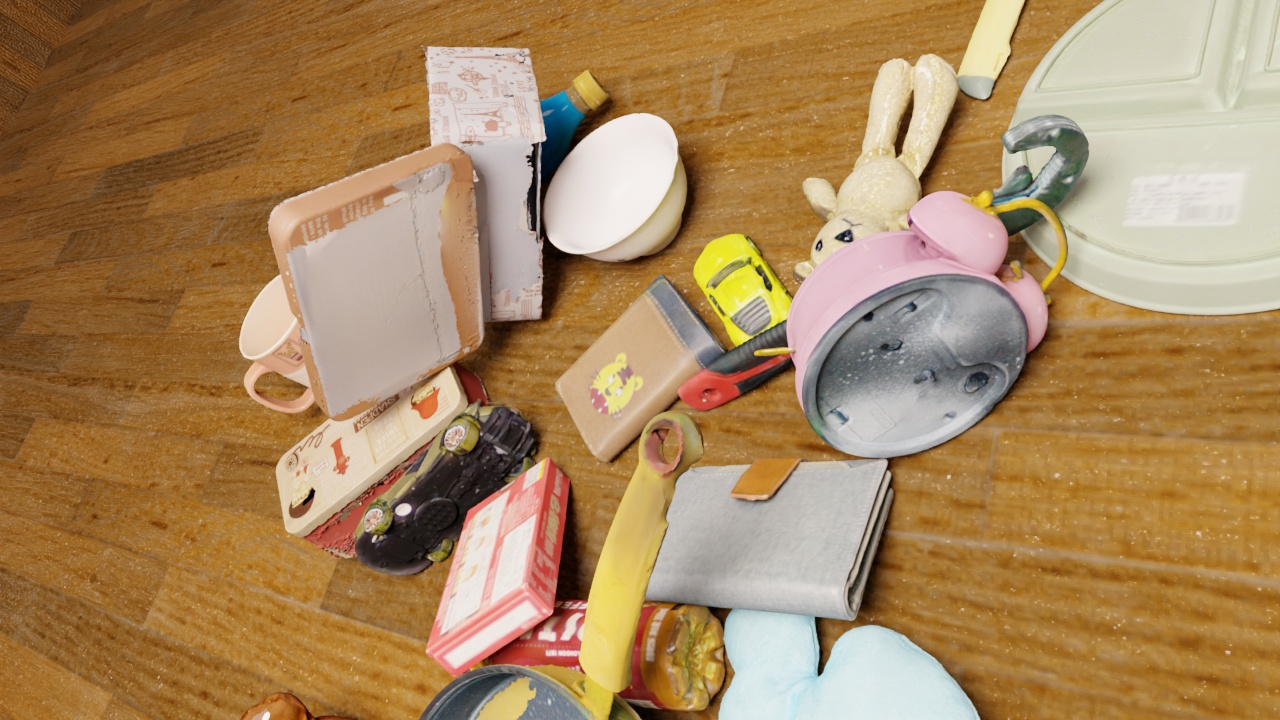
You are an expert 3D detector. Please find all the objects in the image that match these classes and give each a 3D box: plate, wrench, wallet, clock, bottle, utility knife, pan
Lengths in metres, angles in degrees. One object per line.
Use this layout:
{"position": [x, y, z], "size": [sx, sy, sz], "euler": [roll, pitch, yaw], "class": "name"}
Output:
{"position": [0.304, -0.130, 0.475], "size": [0.231, 0.027, 0.229], "euler": [-20, 54, 29], "class": "plate"}
{"position": [0.125, -0.040, 0.520], "size": [0.274, 0.056, 0.016], "euler": [-37, 39, 34], "class": "wrench"}
{"position": [0.063, 0.089, 0.500], "size": [0.130, 0.037, 0.106], "euler": [-5, 33, 33], "class": "wallet"}
{"position": [0.147, -0.021, 0.473], "size": [0.159, 0.117, 0.059], "euler": [-36, 36, 18], "class": "clock"}
{"position": [-0.119, -0.169, 0.800], "size": [0.219, 0.065, 0.065], "euler": [-36, 48, 15], "class": "bottle"}
{"position": [-0.038, 0.170, 0.539], "size": [0.175, 0.057, 0.057], "euler": [-9, 59, 34], "class": "bottle"}
{"position": [0.249, -0.258, 0.598], "size": [0.031, 0.021, 0.204], "euler": [17, 83, 39], "class": "utility knife"}
{"position": [-0.004, 0.004, 0.632], "size": [0.115, 0.033, 0.090], "euler": [-45, 47, 12], "class": "wallet"}
{"position": [-0.034, 0.185, 0.445], "size": [0.198, 0.078, 0.358], "euler": [34, 105, 38], "class": "pan"}

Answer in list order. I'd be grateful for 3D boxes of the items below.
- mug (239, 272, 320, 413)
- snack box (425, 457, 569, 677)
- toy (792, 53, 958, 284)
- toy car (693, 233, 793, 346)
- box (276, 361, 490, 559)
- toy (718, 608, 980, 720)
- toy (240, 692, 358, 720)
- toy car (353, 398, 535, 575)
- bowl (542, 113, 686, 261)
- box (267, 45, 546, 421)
{"position": [-0.288, -0.005, 0.803], "size": [0.114, 0.106, 0.082], "euler": [-53, 46, -1], "class": "mug"}
{"position": [-0.085, 0.122, 0.575], "size": [0.075, 0.025, 0.152], "euler": [-36, 18, 13], "class": "snack box"}
{"position": [0.147, -0.110, 0.557], "size": [0.105, 0.066, 0.157], "euler": [18, 84, 25], "class": "toy"}
{"position": [0.066, -0.048, 0.607], "size": [0.048, 0.032, 0.105], "euler": [-38, 46, 14], "class": "toy car"}
{"position": [-0.190, 0.075, 0.712], "size": [0.168, 0.076, 0.091], "euler": [-38, 46, 5], "class": "box"}
{"position": [0.099, 0.173, 0.438], "size": [0.157, 0.049, 0.161], "euler": [-18, 50, 41], "class": "toy"}
{"position": [-0.227, 0.320, 0.562], "size": [0.140, 0.130, 0.199], "euler": [25, 91, 38], "class": "toy"}
{"position": [-0.141, 0.092, 0.656], "size": [0.158, 0.070, 0.042], "euler": [-44, 41, 7], "class": "toy car"}
{"position": [-0.007, -0.115, 0.680], "size": [0.118, 0.064, 0.118], "euler": [-18, 55, 28], "class": "bowl"}
{"position": [-0.137, -0.091, 0.649], "size": [0.134, 0.180, 0.269], "euler": [17, 46, 10], "class": "box"}
